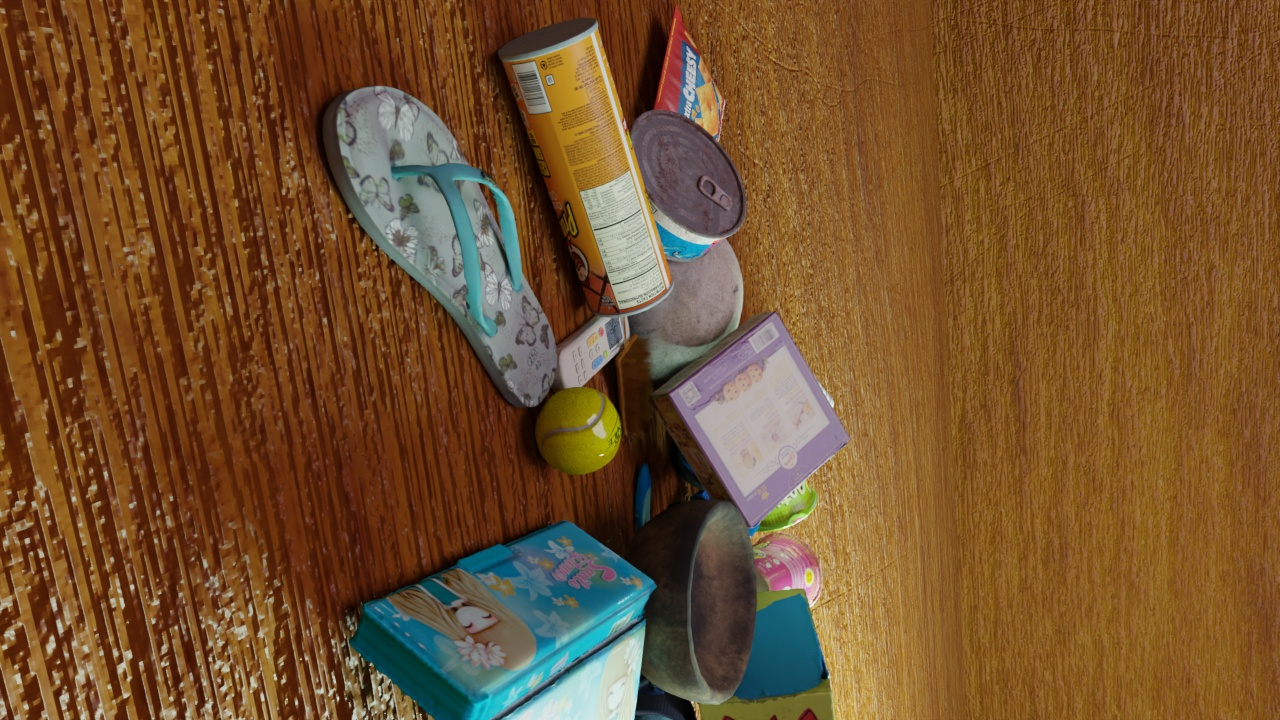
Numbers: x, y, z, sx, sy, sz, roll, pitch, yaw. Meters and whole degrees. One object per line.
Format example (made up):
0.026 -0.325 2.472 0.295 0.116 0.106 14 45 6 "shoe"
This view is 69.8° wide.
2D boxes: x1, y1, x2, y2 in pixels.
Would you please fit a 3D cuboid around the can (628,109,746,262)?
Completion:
0.031 -0.154 0.809 0.130 0.044 0.129 20 55 -31 "can"

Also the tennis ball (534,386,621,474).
-0.047 0.053 0.692 0.065 0.065 0.065 4 85 -63 "tennis ball"

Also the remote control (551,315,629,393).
-0.040 -0.011 0.761 0.125 0.018 0.038 -45 129 -56 "remote control"

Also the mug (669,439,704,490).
0.076 0.072 0.897 0.088 0.078 0.113 39 67 -12 "mug"

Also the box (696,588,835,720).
0.115 0.301 0.873 0.220 0.124 0.083 -78 161 -79 "box"

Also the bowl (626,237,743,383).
0.052 -0.066 0.881 0.178 0.081 0.178 2 88 -62 "bowl"

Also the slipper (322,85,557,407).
-0.103 -0.071 0.601 0.269 0.055 0.098 61 36 -46 "slipper"

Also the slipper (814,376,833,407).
0.166 0.050 1.072 0.054 0.114 0.273 -66 154 -20 "slipper"

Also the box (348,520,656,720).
-0.062 0.194 0.593 0.226 0.086 0.169 -7 70 -63 "box"

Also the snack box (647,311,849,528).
0.103 0.053 0.840 0.143 0.041 0.148 -36 100 -26 "snack box"

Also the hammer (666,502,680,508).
-0.020 0.237 0.756 0.319 0.036 0.123 -32 115 -57 "hammer"

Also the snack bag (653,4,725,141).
0.050 -0.256 0.926 0.144 0.039 0.130 45 50 -54 "snack bag"

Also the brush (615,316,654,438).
-0.005 0.005 0.804 0.048 0.017 0.126 -55 148 -50 "brush"

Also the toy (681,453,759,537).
0.083 0.160 0.951 0.176 0.071 0.112 57 30 -46 "toy"

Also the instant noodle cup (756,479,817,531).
0.139 0.122 1.042 0.098 0.099 0.108 -47 122 -54 "instant noodle cup"

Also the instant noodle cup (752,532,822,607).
0.140 0.253 1.039 0.108 0.098 0.097 -5 93 -56 "instant noodle cup"

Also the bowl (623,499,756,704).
0.037 0.196 0.758 0.162 0.070 0.162 15 74 -63 "bowl"

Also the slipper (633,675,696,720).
0.004 0.330 0.767 0.263 0.083 0.101 13 75 -62 "slipper"

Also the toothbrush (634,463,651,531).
0.004 0.163 0.849 0.022 0.017 0.135 -1 88 -63 "toothbrush"

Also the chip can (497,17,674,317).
-0.037 -0.143 0.707 0.075 0.075 0.215 -58 139 -47 "chip can"
